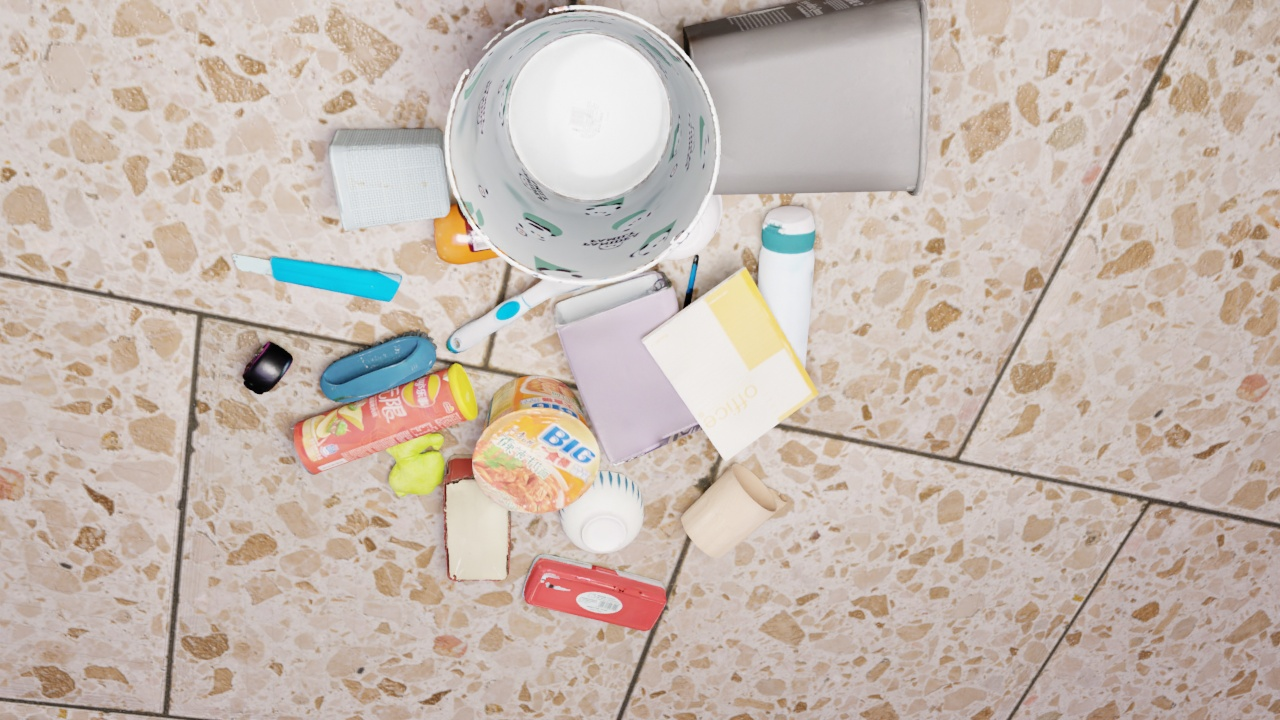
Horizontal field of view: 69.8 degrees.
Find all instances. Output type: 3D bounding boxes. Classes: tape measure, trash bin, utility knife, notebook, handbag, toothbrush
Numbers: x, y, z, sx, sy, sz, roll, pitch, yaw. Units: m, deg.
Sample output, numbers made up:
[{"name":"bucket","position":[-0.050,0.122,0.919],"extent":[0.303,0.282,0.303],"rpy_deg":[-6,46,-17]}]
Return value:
[{"name":"tape measure","position":[-0.437,0.007,1.071],"extent":[0.058,0.057,0.039],"rpy_deg":[-40,115,23]},{"name":"trash bin","position":[0.160,-0.269,0.933],"extent":[0.220,0.198,0.199],"rpy_deg":[-5,117,3]},{"name":"trash bin","position":[-0.050,-0.216,0.877],"extent":[0.229,0.251,0.230],"rpy_deg":[0,111,-1]},{"name":"utility knife","position":[-0.368,-0.097,1.046],"extent":[0.185,0.018,0.034],"rpy_deg":[9,105,-12]},{"name":"notebook","position":[0.110,0.009,1.077],"extent":[0.146,0.010,0.206],"rpy_deg":[-35,120,-1]},{"name":"handbag","position":[-0.007,0.006,1.099],"extent":[0.145,0.098,0.197],"rpy_deg":[-17,115,4]},{"name":"toothbrush","position":[0.054,-0.041,1.132],"extent":[0.016,0.014,0.190],"rpy_deg":[23,118,24]}]

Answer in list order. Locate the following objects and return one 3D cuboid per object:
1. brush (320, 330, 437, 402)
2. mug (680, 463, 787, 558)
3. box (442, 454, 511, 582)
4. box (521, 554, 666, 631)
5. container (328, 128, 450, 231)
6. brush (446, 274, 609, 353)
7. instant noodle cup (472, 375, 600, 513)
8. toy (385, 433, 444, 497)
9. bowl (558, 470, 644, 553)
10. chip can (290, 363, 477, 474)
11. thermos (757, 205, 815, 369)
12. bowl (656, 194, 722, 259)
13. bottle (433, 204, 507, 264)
[{"name":"brush","position":[-0.310,0.012,1.080],"extent":[0.144,0.073,0.055],"rpy_deg":[-19,114,4]},{"name":"mug","position":[0.130,0.209,1.247],"extent":[0.104,0.084,0.124],"rpy_deg":[-46,141,18]},{"name":"box","position":[-0.210,0.212,1.198],"extent":[0.091,0.077,0.169],"rpy_deg":[1,118,-7]},{"name":"box","position":[-0.066,0.332,1.306],"extent":[0.201,0.047,0.087],"rpy_deg":[17,115,-16]},{"name":"container","position":[-0.261,-0.194,0.970],"extent":[0.111,0.090,0.090],"rpy_deg":[-6,119,-8]},{"name":"brush","position":[-0.100,-0.087,1.048],"extent":[0.315,0.109,0.060],"rpy_deg":[-26,97,40]},{"name":"instant noodle cup","position":[-0.129,0.096,1.126],"extent":[0.151,0.111,0.151],"rpy_deg":[-3,118,-6]},{"name":"toy","position":[-0.285,0.131,1.171],"extent":[0.097,0.031,0.100],"rpy_deg":[-28,117,6]},{"name":"bowl","position":[-0.050,0.213,1.225],"extent":[0.116,0.066,0.117],"rpy_deg":[-3,118,-6]},{"name":"chip can","position":[-0.309,0.073,1.114],"extent":[0.217,0.073,0.073],"rpy_deg":[-21,118,4]},{"name":"thermos","position":[0.174,-0.073,1.103],"extent":[0.073,0.073,0.224],"rpy_deg":[-3,118,-6]},{"name":"bowl","position":[0.041,-0.159,1.039],"extent":[0.118,0.064,0.118],"rpy_deg":[-3,117,-6]},{"name":"bottle","position":[-0.152,-0.144,1.022],"extent":[0.149,0.066,0.067],"rpy_deg":[-6,118,-7]}]
